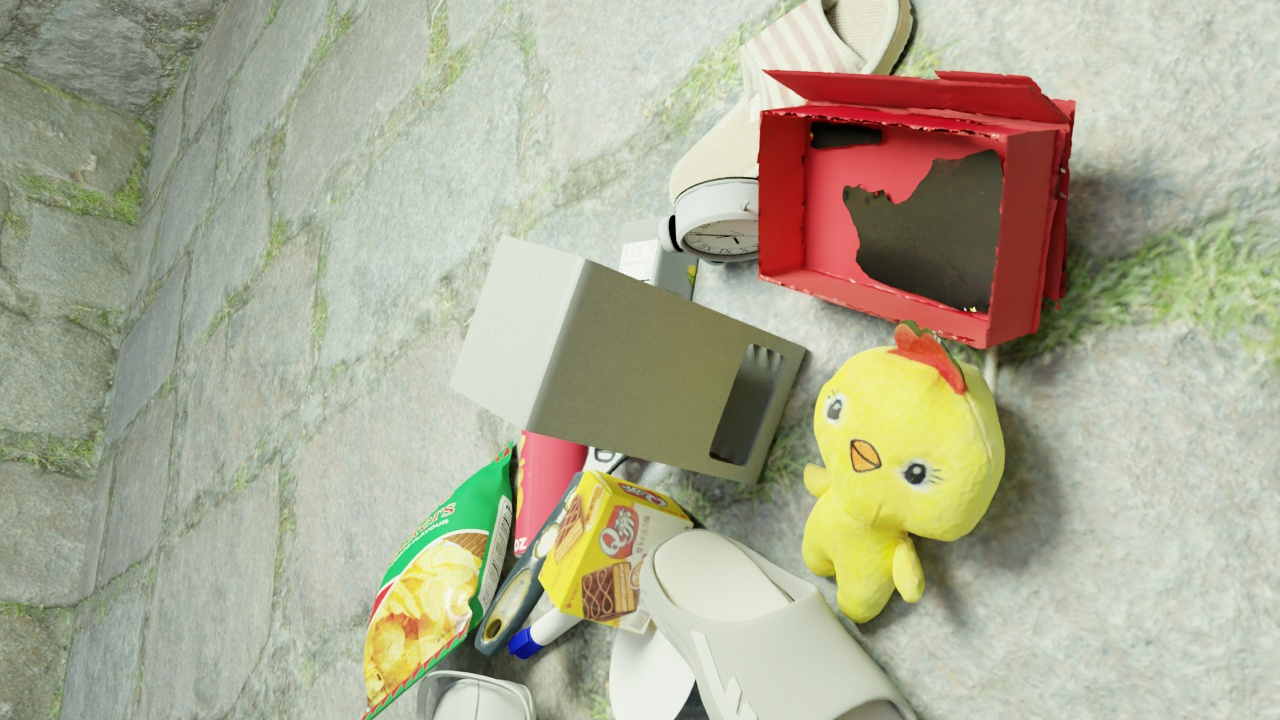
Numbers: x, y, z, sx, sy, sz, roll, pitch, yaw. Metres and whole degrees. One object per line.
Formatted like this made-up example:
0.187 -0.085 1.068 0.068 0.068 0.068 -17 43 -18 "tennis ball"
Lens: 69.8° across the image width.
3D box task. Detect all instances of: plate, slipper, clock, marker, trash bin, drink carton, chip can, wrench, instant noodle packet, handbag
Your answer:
0.015 0.232 0.730 0.135 0.011 0.134 -46 31 38 "plate"
0.080 0.179 0.612 0.266 0.112 0.081 43 148 54 "slipper"
0.068 -0.110 0.755 0.123 0.094 0.035 -22 64 50 "clock"
-0.072 0.235 0.837 0.133 0.027 0.023 -42 51 31 "marker"
-0.004 0.004 0.687 0.114 0.228 0.114 22 93 50 "trash bin"
0.009 -0.063 0.838 0.076 0.048 0.124 0 76 49 "drink carton"
-0.081 0.076 0.874 0.069 0.069 0.220 -20 62 44 "chip can"
-0.060 0.134 0.800 0.073 0.022 0.273 26 76 26 "wrench"
0.110 -0.220 0.779 0.264 0.052 0.115 -42 49 32 "slipper"
-0.203 0.220 0.929 0.196 0.090 0.252 -44 23 30 "instant noodle packet"
-0.152 0.388 0.779 0.216 0.095 0.222 136 144 -58 "handbag"

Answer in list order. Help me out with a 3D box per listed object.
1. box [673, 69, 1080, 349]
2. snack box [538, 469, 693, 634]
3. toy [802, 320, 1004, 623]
0.135 -0.100 0.586 0.214 0.152 0.165 25 127 49 "box"
-0.021 0.156 0.753 0.106 0.083 0.061 -66 24 3 "snack box"
0.161 0.074 0.588 0.134 0.092 0.208 49 124 44 "toy"
